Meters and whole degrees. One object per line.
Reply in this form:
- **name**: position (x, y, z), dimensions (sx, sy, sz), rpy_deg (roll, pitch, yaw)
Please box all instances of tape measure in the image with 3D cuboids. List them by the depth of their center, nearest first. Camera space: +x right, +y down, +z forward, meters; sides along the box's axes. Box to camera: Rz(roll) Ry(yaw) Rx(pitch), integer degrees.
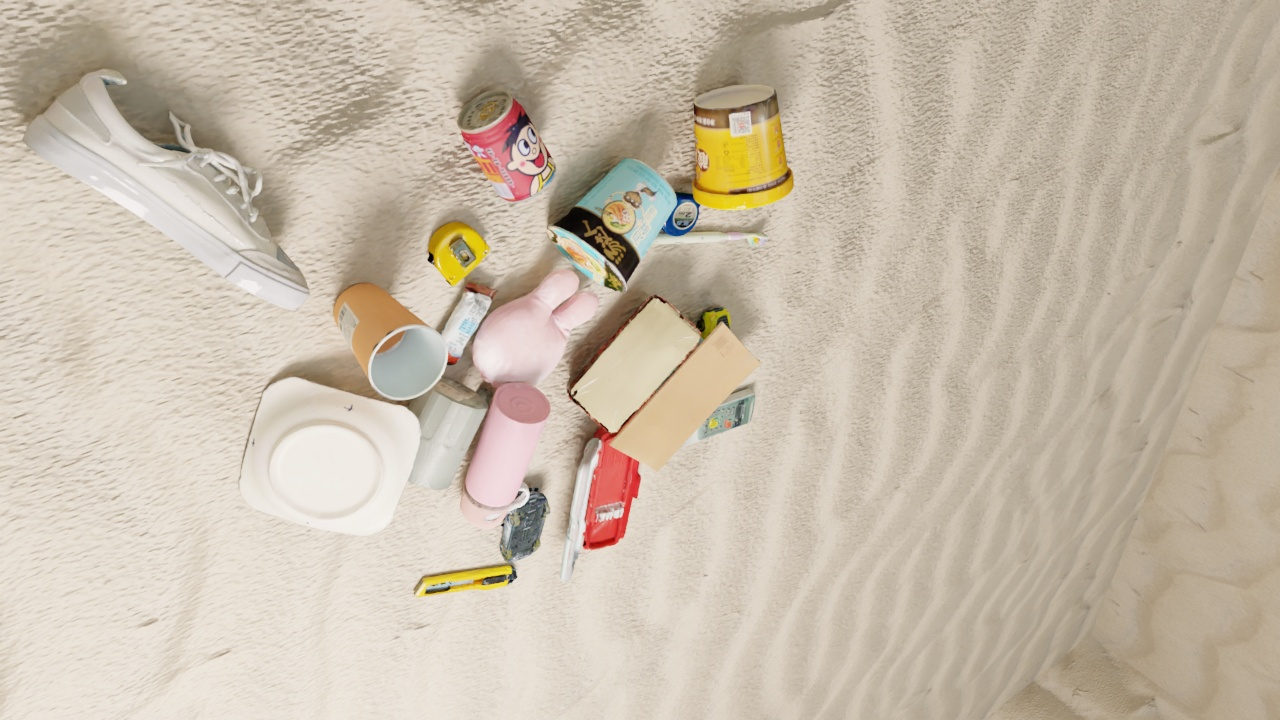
- **tape measure**: position (-0.189, -0.113, 0.949), dimensions (0.060, 0.029, 0.057), rpy_deg (-44, 136, -8)
- **tape measure**: position (0.043, -0.178, 1.103), dimensions (0.058, 0.025, 0.055), rpy_deg (-4, 122, -34)

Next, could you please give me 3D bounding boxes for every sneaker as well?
- **sneaker**: position (-0.360, -0.137, 0.754), dimensions (0.090, 0.089, 0.242), rpy_deg (-52, 131, -5)

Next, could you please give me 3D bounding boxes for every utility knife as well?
- **utility knife**: position (-0.225, 0.292, 1.206), dimensions (0.153, 0.015, 0.033), rpy_deg (1, 114, -40)

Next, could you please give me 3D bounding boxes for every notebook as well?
- **notebook**: position (0.063, 0.053, 1.212), dimensions (0.211, 0.012, 0.149), rpy_deg (-47, 148, 3)

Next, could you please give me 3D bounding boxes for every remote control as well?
- **remote control**: position (0.111, 0.084, 1.342), dimensions (0.134, 0.019, 0.056), rpy_deg (-16, 127, -32)

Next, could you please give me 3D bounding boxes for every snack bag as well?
- **snack bag**: position (-0.196, -0.038, 0.996), dimensions (0.048, 0.026, 0.104), rpy_deg (19, 104, -52)

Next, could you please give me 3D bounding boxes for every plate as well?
- **plate**: position (-0.319, 0.108, 0.938), dimensions (0.164, 0.034, 0.164), rpy_deg (17, 108, -17)

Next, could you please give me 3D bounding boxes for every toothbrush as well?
- **toothbrush**: position (0.085, -0.153, 1.160), dimensions (0.189, 0.029, 0.020), rpy_deg (-5, 79, -36)

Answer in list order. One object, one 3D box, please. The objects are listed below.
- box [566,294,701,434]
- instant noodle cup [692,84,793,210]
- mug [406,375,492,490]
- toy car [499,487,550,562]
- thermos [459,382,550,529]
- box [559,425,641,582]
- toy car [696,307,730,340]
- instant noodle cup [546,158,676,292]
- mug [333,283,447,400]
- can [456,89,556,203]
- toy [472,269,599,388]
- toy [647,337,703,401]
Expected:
- **box**: position (-0.007, 0.006, 1.121), dimensions (0.091, 0.077, 0.168), rpy_deg (42, 88, -4)
- **instant noodle cup**: position (0.113, -0.247, 1.053), dimensions (0.118, 0.118, 0.114), rpy_deg (-26, 124, -25)
- **mug**: position (-0.219, 0.077, 1.029), dimensions (0.103, 0.084, 0.123), rpy_deg (-62, 163, 10)
- **toy car**: position (-0.154, 0.216, 1.201), dimensions (0.054, 0.037, 0.121), rpy_deg (-16, 137, -33)
- **thermos**: position (-0.154, 0.117, 1.077), dimensions (0.087, 0.067, 0.199), rpy_deg (-2, 134, -29)
- **box**: position (-0.060, 0.187, 1.240), dimensions (0.159, 0.065, 0.201), rpy_deg (-29, 137, -50)
- **toy car**: position (0.100, -0.022, 1.253), dimensions (0.048, 0.032, 0.105), rpy_deg (-17, 129, -32)
- **instant noodle cup**: position (-0.025, -0.155, 1.011), dimensions (0.120, 0.111, 0.111), rpy_deg (-53, 138, -10)
- **mug**: position (-0.249, -0.024, 0.890), dimensions (0.078, 0.123, 0.078), rpy_deg (-22, 130, -29)
- **can**: position (-0.131, -0.211, 0.902), dimensions (0.066, 0.066, 0.094), rpy_deg (-42, 136, -10)
- **toy**: position (-0.119, -0.032, 1.042), dimensions (0.159, 0.054, 0.121), rpy_deg (-43, 141, 1)
- **toy**: position (0.048, 0.019, 1.221), dimensions (0.161, 0.049, 0.157), rpy_deg (7, 123, -34)
